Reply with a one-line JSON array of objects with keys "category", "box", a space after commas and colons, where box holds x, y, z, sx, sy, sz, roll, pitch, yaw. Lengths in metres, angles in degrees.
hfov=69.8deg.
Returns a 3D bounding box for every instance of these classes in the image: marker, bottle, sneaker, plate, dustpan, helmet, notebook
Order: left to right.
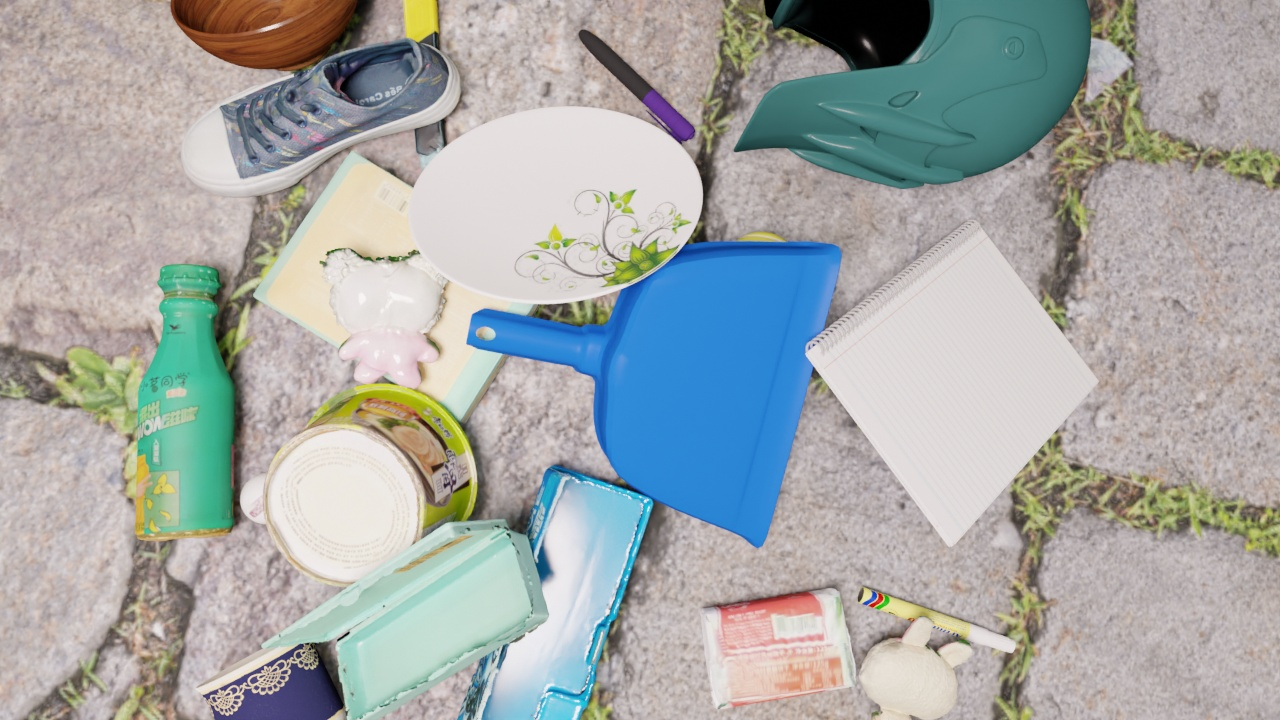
[{"category": "bottle", "box": [-0.350, 0.031, 0.709, 0.068, 0.068, 0.209, -2, 83, -4]}, {"category": "sneaker", "box": [-0.263, -0.203, 0.729, 0.235, 0.079, 0.087, -20, 83, 1]}, {"category": "plate", "box": [-0.066, -0.120, 0.727, 0.229, 0.030, 0.228, -1, 51, 2]}, {"category": "marker", "box": [-0.005, -0.236, 0.789, 0.134, 0.015, 0.018, 44, 110, 2]}, {"category": "dustpan", "box": [-0.004, 0.004, 0.705, 0.257, 0.059, 0.246, 11, 102, -11]}, {"category": "helmet", "box": [0.210, -0.235, 0.719, 0.274, 0.176, 0.200, 0, 81, -6]}, {"category": "marker", "box": [0.243, 0.213, 0.751, 0.132, 0.014, 0.014, 19, 82, -1]}, {"category": "notebook", "box": [0.256, 0.004, 0.727, 0.244, 0.013, 0.178, -34, 86, -33]}]

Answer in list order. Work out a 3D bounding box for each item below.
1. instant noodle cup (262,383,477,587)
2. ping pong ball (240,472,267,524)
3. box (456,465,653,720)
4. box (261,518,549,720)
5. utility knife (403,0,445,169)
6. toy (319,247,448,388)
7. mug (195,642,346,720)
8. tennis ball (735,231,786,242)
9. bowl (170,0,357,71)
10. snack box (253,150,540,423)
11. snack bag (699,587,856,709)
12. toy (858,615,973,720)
[{"category": "instant noodle cup", "box": [-0.202, 0.095, 0.678, 0.146, 0.097, 0.146, 1, 98, 7]}, {"category": "ping pong ball", "box": [-0.291, 0.107, 0.717, 0.040, 0.040, 0.040, 0, 83, -4]}, {"category": "box", "box": [-0.068, 0.205, 0.682, 0.094, 0.115, 0.243, 19, 83, -2]}, {"category": "box", "box": [-0.166, 0.177, 0.624, 0.188, 0.093, 0.077, -34, 55, 21]}, {"category": "utility knife", "box": [-0.183, -0.245, 0.777, 0.029, 0.020, 0.172, -5, 83, 4]}, {"category": "toy", "box": [-0.192, -0.032, 0.695, 0.095, 0.041, 0.109, -1, 86, -16]}, {"category": "mug", "box": [-0.277, 0.265, 0.686, 0.112, 0.085, 0.089, -28, 88, 29]}, {"category": "tennis ball", "box": [0.098, -0.072, 0.750, 0.065, 0.065, 0.065, 0, 83, -4]}, {"category": "bowl", "box": [-0.290, -0.279, 0.741, 0.147, 0.069, 0.147, -5, 54, 6]}, {"category": "snack box", "box": [-0.188, -0.058, 0.741, 0.193, 0.044, 0.141, 31, 83, 1]}, {"category": "snack bag", "box": [0.108, 0.228, 0.730, 0.116, 0.036, 0.077, -8, 85, -5]}, {"category": "toy", "box": [0.213, 0.255, 0.724, 0.087, 0.050, 0.112, 24, 94, -18]}]
